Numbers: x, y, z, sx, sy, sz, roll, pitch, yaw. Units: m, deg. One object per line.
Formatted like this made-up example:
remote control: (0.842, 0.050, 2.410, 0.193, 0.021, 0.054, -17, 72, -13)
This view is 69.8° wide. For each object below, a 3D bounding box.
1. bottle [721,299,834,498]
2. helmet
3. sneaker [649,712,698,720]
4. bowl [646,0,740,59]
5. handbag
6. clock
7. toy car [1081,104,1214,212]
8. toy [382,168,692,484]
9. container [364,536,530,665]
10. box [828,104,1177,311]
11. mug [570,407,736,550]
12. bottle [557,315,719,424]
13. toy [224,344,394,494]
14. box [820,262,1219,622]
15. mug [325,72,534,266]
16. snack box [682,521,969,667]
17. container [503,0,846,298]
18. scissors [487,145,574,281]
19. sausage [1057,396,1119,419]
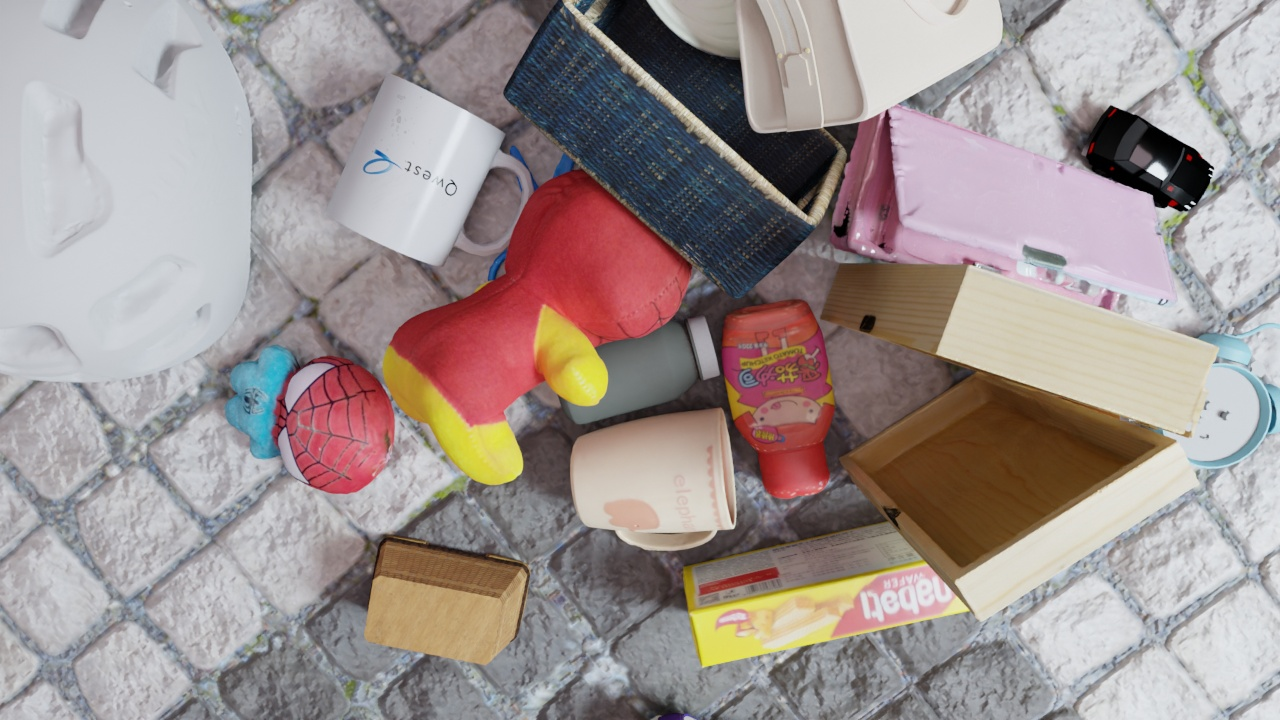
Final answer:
bottle: (0.098, 0.028, 0.638, 0.071, 0.048, 0.134, -10, 98, 10)
helmet: (-0.372, -0.129, 0.593, 0.224, 0.184, 0.282, 3, 77, -5)
sneaker: (0.115, 0.318, 0.659, 0.244, 0.091, 0.111, 41, 95, -9)
bowl: (0.041, -0.272, 0.555, 0.176, 0.058, 0.177, -8, 105, -34)
handbag: (0.121, -0.250, 0.513, 0.194, 0.101, 0.198, -34, 118, -39)
clock: (0.412, 0.024, 0.643, 0.123, 0.042, 0.087, -41, 96, 6)
toy car: (0.349, -0.136, 0.624, 0.091, 0.036, 0.042, 28, 96, -4)
toy: (-0.059, -0.034, 0.573, 0.216, 0.099, 0.147, -46, 53, -12)
container: (-0.140, 0.172, 0.650, 0.114, 0.061, 0.063, 12, 97, -2)
box: (0.238, -0.088, 0.570, 0.232, 0.080, 0.099, 12, 98, -24)
mug: (0.012, 0.090, 0.637, 0.104, 0.085, 0.112, -6, 127, 10)
bottle: (-0.004, 0.004, 0.629, 0.108, 0.060, 0.060, -15, 97, 2)
toy: (-0.230, 0.039, 0.635, 0.133, 0.062, 0.092, 16, 90, 9)
box: (0.197, 0.022, 0.539, 0.142, 0.248, 0.179, -2, 97, 0)
mug: (-0.131, -0.116, 0.606, 0.119, 0.083, 0.096, 25, 97, -17)
snack box: (0.131, 0.154, 0.634, 0.201, 0.092, 0.042, -13, 96, 1)
container: (0.028, -0.143, 0.563, 0.187, 0.145, 0.071, 41, 125, -5)
scissors: (-0.057, -0.090, 0.640, 0.109, 0.018, 0.131, 17, 98, -5)
sausage: (0.261, 0.061, 0.650, 0.155, 0.040, 0.040, -26, 97, 3)
